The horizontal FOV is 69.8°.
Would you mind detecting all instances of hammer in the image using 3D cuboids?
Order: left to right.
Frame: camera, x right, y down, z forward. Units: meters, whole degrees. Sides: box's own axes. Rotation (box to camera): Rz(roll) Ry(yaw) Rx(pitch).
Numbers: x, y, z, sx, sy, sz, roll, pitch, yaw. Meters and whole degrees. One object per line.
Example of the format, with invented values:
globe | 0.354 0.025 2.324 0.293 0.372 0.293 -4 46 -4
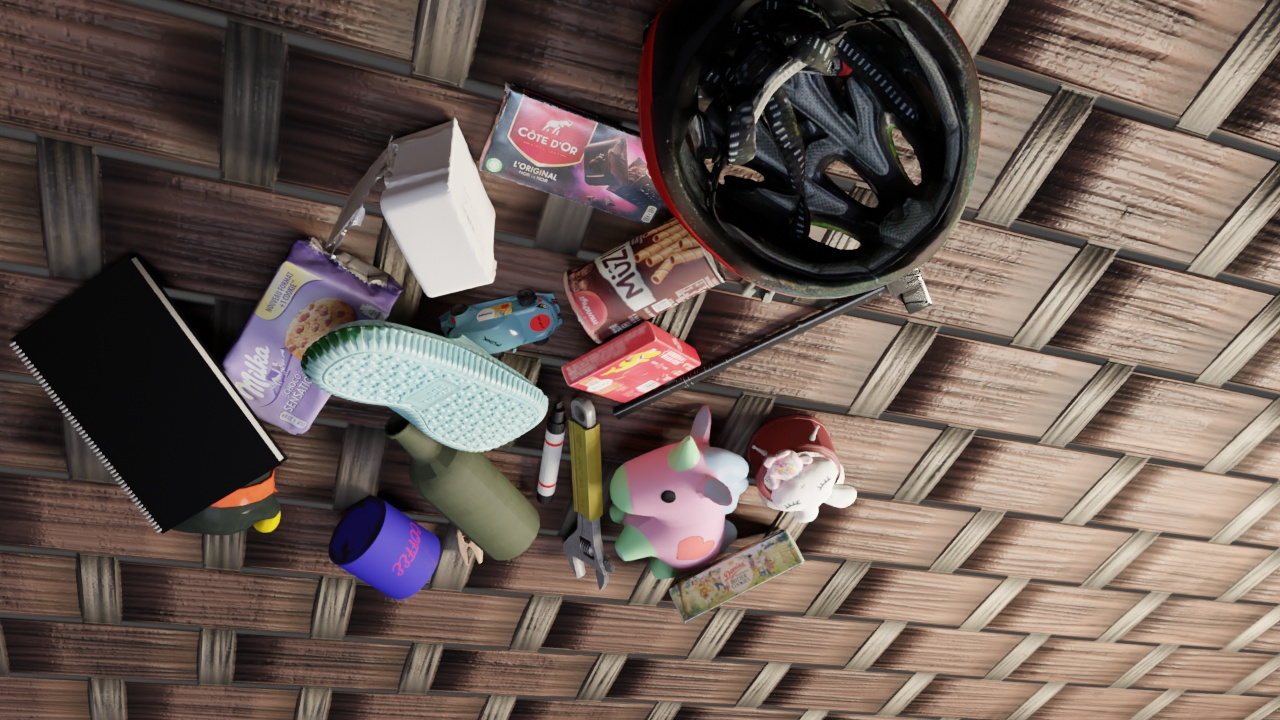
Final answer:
hammer | 0.113 -0.018 0.885 0.325 0.015 0.095 -26 131 15

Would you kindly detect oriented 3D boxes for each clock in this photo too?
clock | 0.168 0.115 0.990 0.096 0.048 0.138 -18 131 7

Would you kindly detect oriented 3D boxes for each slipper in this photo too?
slipper | -0.177 0.013 0.795 0.116 0.069 0.276 -25 153 19

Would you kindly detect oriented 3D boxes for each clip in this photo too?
clip | -0.190 0.205 1.031 0.047 0.025 0.062 -32 122 14
clip | 0.119 -0.086 0.819 0.047 0.023 0.076 14 130 -23

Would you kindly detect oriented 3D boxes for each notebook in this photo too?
notebook | -0.418 0.034 0.780 0.149 0.016 0.207 -29 102 16

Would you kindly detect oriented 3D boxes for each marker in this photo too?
marker | -0.091 0.095 0.949 0.019 0.019 0.146 3 131 -12

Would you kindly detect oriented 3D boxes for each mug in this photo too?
mug | -0.283 0.201 0.982 0.111 0.079 0.083 -7 140 37

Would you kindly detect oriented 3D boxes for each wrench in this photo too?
wrench | -0.059 0.147 0.981 0.018 0.084 0.274 -28 134 -33

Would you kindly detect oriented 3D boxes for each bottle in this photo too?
bottle | -0.181 0.123 0.924 0.071 0.071 0.207 -25 131 13

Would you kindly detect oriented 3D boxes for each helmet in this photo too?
helmet | 0.116 -0.164 0.646 0.272 0.167 0.218 37 103 -27

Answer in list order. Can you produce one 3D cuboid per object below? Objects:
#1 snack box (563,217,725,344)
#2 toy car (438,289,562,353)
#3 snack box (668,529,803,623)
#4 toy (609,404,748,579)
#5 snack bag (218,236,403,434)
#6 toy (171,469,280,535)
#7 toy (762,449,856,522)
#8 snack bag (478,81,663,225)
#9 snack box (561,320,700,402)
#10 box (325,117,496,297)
snack box | 0.003 -0.071 0.779 0.121 0.072 0.072 -26 131 13
toy car | -0.125 -0.028 0.826 0.108 0.027 0.060 -12 133 2
snack box | 0.108 0.239 1.032 0.145 0.042 0.144 -26 168 2
toy | 0.053 0.157 0.976 0.171 0.120 0.222 -29 137 19
snack bag | -0.293 -0.018 0.789 0.096 0.058 0.206 28 124 -27
toy | -0.392 0.103 0.861 0.097 0.099 0.119 24 107 24
toy | 0.170 0.129 0.944 0.076 0.037 0.125 -32 132 14
snack bag | -0.044 -0.160 0.728 0.155 0.018 0.075 15 129 -20
snack box | -0.005 0.005 0.836 0.089 0.021 0.133 -27 162 14
box | -0.185 -0.106 0.693 0.130 0.109 0.103 -17 132 4
